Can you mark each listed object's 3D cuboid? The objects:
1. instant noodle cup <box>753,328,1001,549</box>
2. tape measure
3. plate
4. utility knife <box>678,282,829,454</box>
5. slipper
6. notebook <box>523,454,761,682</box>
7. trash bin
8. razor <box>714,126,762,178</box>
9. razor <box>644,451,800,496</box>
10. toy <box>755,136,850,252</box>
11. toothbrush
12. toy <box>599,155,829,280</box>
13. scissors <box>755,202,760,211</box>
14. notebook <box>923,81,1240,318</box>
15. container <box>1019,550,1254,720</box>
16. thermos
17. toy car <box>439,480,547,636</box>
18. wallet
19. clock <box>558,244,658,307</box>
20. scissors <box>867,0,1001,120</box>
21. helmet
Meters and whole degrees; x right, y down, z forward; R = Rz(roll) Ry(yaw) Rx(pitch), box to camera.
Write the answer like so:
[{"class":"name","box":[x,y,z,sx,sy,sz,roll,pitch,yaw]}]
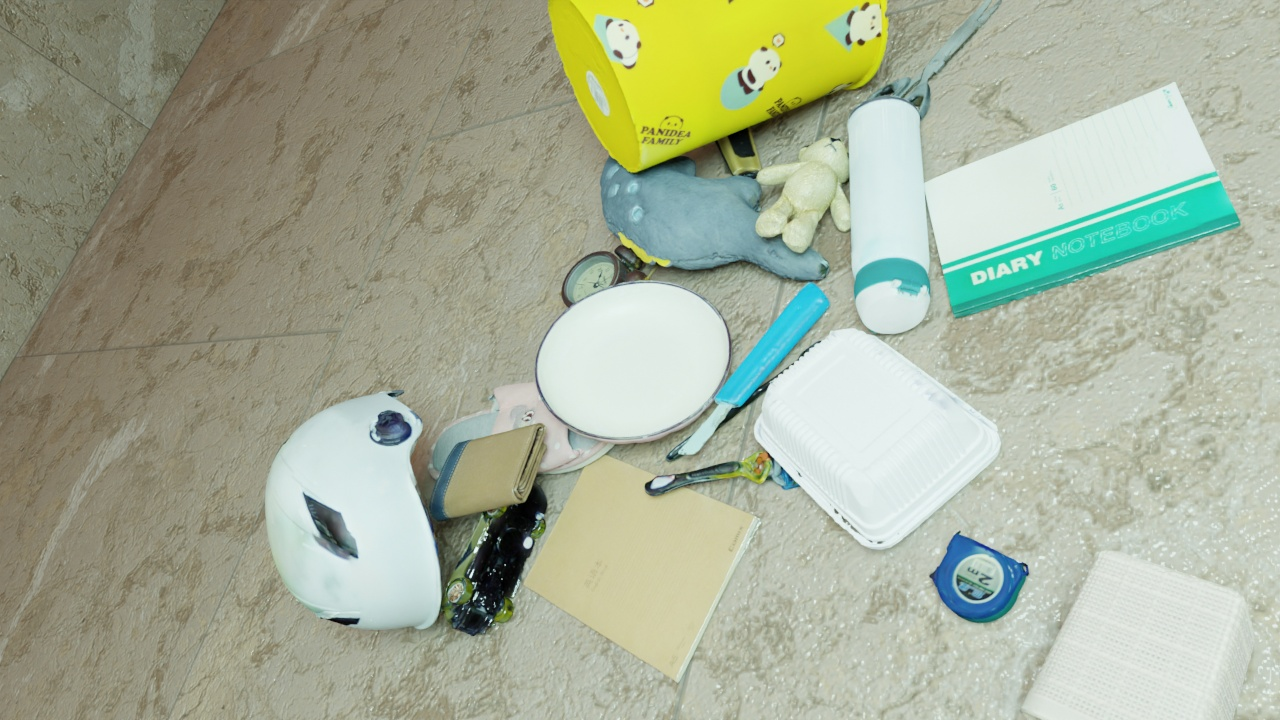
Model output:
[{"class":"instant noodle cup","box":[0.173,0.047,0.723,0.138,0.060,0.173,-40,42,-2]},{"class":"tape measure","box":[0.234,0.154,0.638,0.058,0.025,0.054,23,80,49]},{"class":"plate","box":[-0.005,0.005,0.890,0.192,0.039,0.192,-6,52,8]},{"class":"utility knife","box":[0.102,0.009,0.828,0.202,0.018,0.034,-49,44,-10]},{"class":"slipper","box":[-0.131,0.073,0.962,0.275,0.054,0.114,-14,50,34]},{"class":"notebook","box":[-0.006,0.176,0.829,0.212,0.012,0.149,17,74,45]},{"class":"trash bin","box":[0.066,-0.319,0.888,0.255,0.230,0.229,-29,43,-9]},{"class":"razor","box":[0.097,-0.261,1.005,0.062,0.068,0.167,-8,56,-9]},{"class":"razor","box":[0.067,0.099,0.800,0.143,0.022,0.042,-13,52,22]},{"class":"toy","box":[0.156,-0.156,0.858,0.105,0.066,0.156,25,50,12]},{"class":"toothbrush","box":[0.095,0.041,0.834,0.181,0.015,0.018,-36,54,13]},{"class":"toy","box":[0.039,-0.156,0.944,0.137,0.091,0.356,-24,42,-28]},{"class":"scissors","box":[0.068,-0.143,0.980,0.136,0.017,0.064,-11,47,30]},{"class":"notebook","box":[0.345,-0.128,0.748,0.210,0.012,0.150,-20,52,27]},{"class":"container","box":[0.292,0.181,0.530,0.090,0.090,0.110,16,70,44]},{"class":"thermos","box":[0.218,-0.128,0.812,0.073,0.073,0.223,-14,54,32]},{"class":"toy car","box":[-0.139,0.187,0.889,0.042,0.070,0.158,6,64,42]},{"class":"wallet","box":[-0.146,0.107,0.882,0.115,0.033,0.090,-18,39,34]},{"class":"clock","box":[-0.030,-0.080,0.987,0.122,0.055,0.082,-31,46,17]},{"class":"scissors","box":[0.293,-0.284,0.895,0.173,0.014,0.142,-21,48,25]},{"class":"helmet","box":[-0.286,0.152,0.894,0.258,0.145,0.229,-128,38,-53]}]
